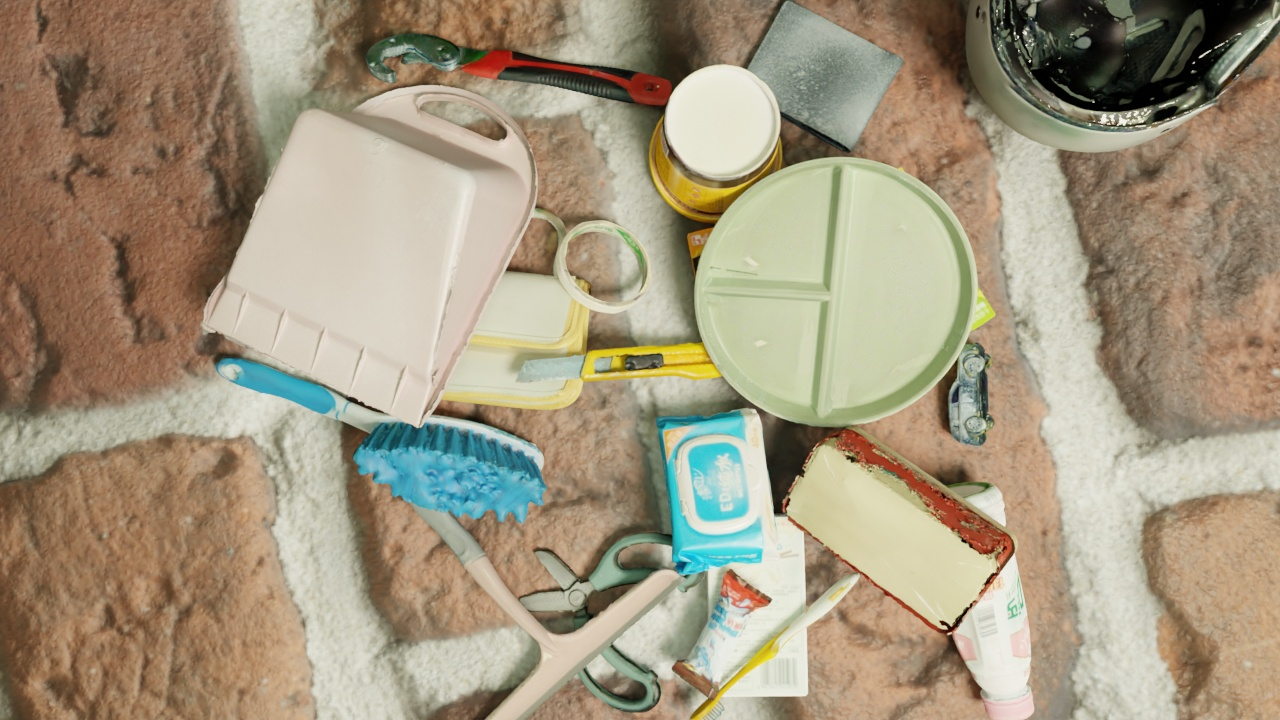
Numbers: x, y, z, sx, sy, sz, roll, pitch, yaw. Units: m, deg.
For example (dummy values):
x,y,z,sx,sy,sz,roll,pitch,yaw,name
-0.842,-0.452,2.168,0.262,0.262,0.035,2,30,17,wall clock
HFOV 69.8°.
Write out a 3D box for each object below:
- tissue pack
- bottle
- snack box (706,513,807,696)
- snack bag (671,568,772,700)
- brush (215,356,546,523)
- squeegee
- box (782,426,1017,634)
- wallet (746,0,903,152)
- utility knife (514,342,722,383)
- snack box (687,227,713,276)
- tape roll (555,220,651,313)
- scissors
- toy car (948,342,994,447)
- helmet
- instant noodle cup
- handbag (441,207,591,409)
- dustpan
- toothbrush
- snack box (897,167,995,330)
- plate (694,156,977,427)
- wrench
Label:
x,y,z,sx,sy,sz,roll,pitch,yaw,name
0.064,0.108,0.774,0.090,0.063,0.139,-6,63,1,tissue pack
0.293,0.205,0.783,0.068,0.068,0.197,-14,92,1,bottle
0.101,0.214,0.805,0.085,0.027,0.156,-2,88,2,snack box
0.069,0.233,0.779,0.048,0.026,0.104,32,90,16,snack bag
-0.232,0.062,0.796,0.314,0.109,0.061,14,115,-5,brush
-0.136,0.181,0.800,0.248,0.040,0.249,-44,83,9,squeegee
0.204,0.134,0.741,0.168,0.075,0.091,36,118,24,box
0.160,-0.256,0.823,0.121,0.019,0.097,30,87,4,wallet
-0.005,0.005,0.786,0.208,0.015,0.033,-4,86,-19,utility knife
0.123,-0.090,0.798,0.154,0.026,0.075,-11,92,13,snack box
-0.032,-0.082,0.803,0.085,0.014,0.085,9,65,-19,tape roll
-0.019,0.234,0.809,0.170,0.019,0.181,-11,89,8,scissors
0.288,0.030,0.799,0.034,0.042,0.090,1,93,35,toy car
0.376,-0.285,0.748,0.230,0.157,0.273,30,79,4,helmet
0.065,-0.184,0.774,0.118,0.114,0.118,0,88,2,instant noodle cup
-0.126,-0.051,0.806,0.163,0.063,0.178,5,85,0,handbag
-0.210,-0.107,0.795,0.222,0.138,0.274,27,103,9,dustpan
0.117,0.247,0.783,0.191,0.016,0.018,-42,99,1,toothbrush
0.233,-0.082,0.810,0.086,0.026,0.156,-31,87,0,snack box
0.160,-0.054,0.766,0.230,0.027,0.230,3,111,7,plate
-0.108,-0.260,0.823,0.273,0.016,0.056,7,62,-1,wrench
